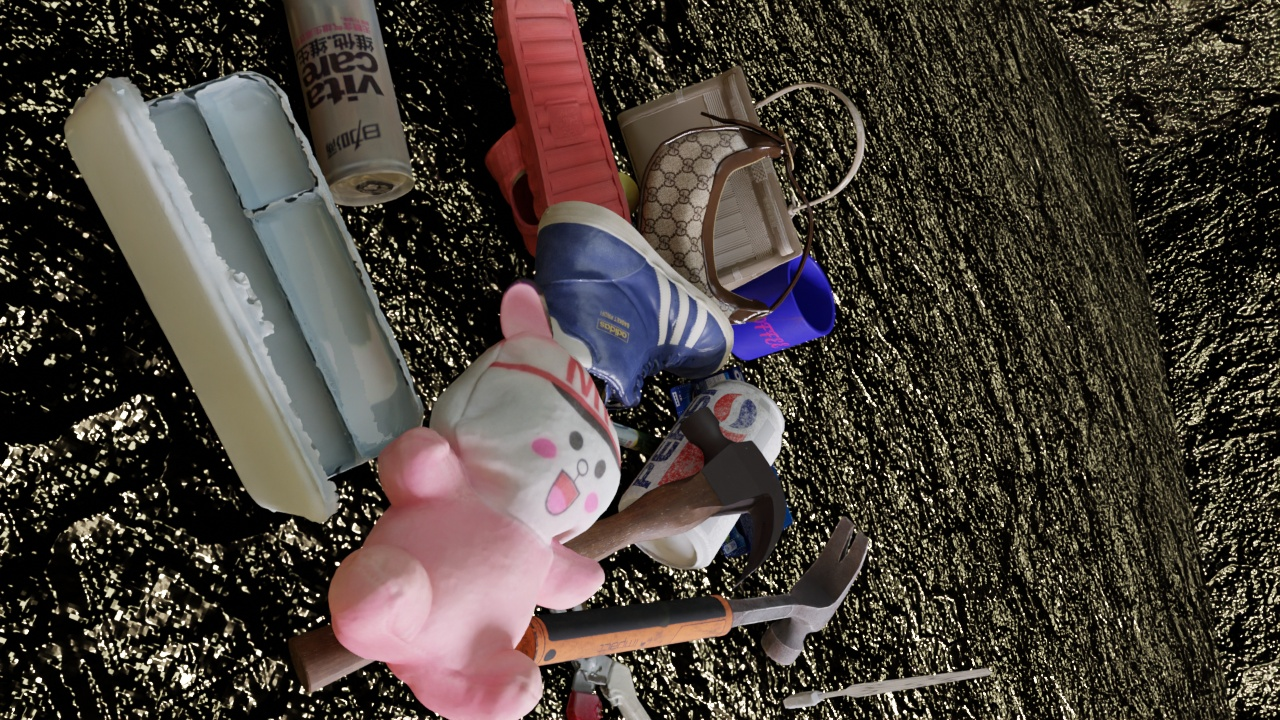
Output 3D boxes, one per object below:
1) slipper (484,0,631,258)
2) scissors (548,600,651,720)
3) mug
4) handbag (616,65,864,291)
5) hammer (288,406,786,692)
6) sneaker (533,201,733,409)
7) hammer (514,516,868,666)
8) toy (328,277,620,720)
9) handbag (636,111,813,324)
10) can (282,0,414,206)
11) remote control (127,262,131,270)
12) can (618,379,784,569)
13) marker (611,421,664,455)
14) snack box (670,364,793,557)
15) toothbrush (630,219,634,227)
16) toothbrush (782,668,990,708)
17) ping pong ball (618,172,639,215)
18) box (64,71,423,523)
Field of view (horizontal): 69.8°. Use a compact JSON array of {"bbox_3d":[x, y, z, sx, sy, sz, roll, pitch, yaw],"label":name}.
[{"bbox_3d":[-0.069,-0.154,0.680,0.103,0.059,0.249,-34,116,-50],"label":"slipper"},{"bbox_3d":[-0.021,0.235,0.606,0.179,0.015,0.186,39,47,-33],"label":"scissors"},{"bbox_3d":[0.129,-0.060,0.862,0.079,0.084,0.111,51,41,-23],"label":"mug"},{"bbox_3d":[0.093,-0.161,0.768,0.062,0.198,0.175,-14,85,-53],"label":"handbag"},{"bbox_3d":[-0.041,0.115,0.544,0.322,0.033,0.115,-16,64,-35],"label":"hammer"},{"bbox_3d":[-0.004,0.002,0.651,0.233,0.092,0.118,46,48,-52],"label":"sneaker"},{"bbox_3d":[0.046,0.171,0.639,0.313,0.138,0.035,9,29,-45],"label":"hammer"},{"bbox_3d":[-0.074,0.069,0.478,0.142,0.084,0.212,52,43,-32],"label":"toy"},{"bbox_3d":[0.068,-0.111,0.734,0.063,0.138,0.166,-70,165,-83],"label":"handbag"},{"bbox_3d":[-0.178,-0.166,0.557,0.054,0.054,0.135,-4,78,-51],"label":"can"},{"bbox_3d":[-0.209,-0.032,0.495,0.124,0.009,0.046,41,46,-33],"label":"remote control"},{"bbox_3d":[0.048,0.083,0.686,0.078,0.078,0.135,54,53,-20],"label":"can"},{"bbox_3d":[-0.032,0.049,0.672,0.146,0.017,0.017,23,57,-44],"label":"marker"},{"bbox_3d":[0.080,0.083,0.786,0.082,0.027,0.150,-15,87,-53],"label":"snack box"},{"bbox_3d":[0.014,-0.065,0.780,0.016,0.014,0.166,-29,97,-52],"label":"toothbrush"},{"bbox_3d":[0.185,0.255,0.712,0.010,0.182,0.010,-10,77,-49],"label":"toothbrush"},{"bbox_3d":[-0.021,-0.133,0.746,0.040,0.040,0.040,24,56,-43],"label":"ping pong ball"},{"bbox_3d":[-0.179,-0.027,0.416,0.106,0.124,0.215,-25,101,-10],"label":"box"}]
